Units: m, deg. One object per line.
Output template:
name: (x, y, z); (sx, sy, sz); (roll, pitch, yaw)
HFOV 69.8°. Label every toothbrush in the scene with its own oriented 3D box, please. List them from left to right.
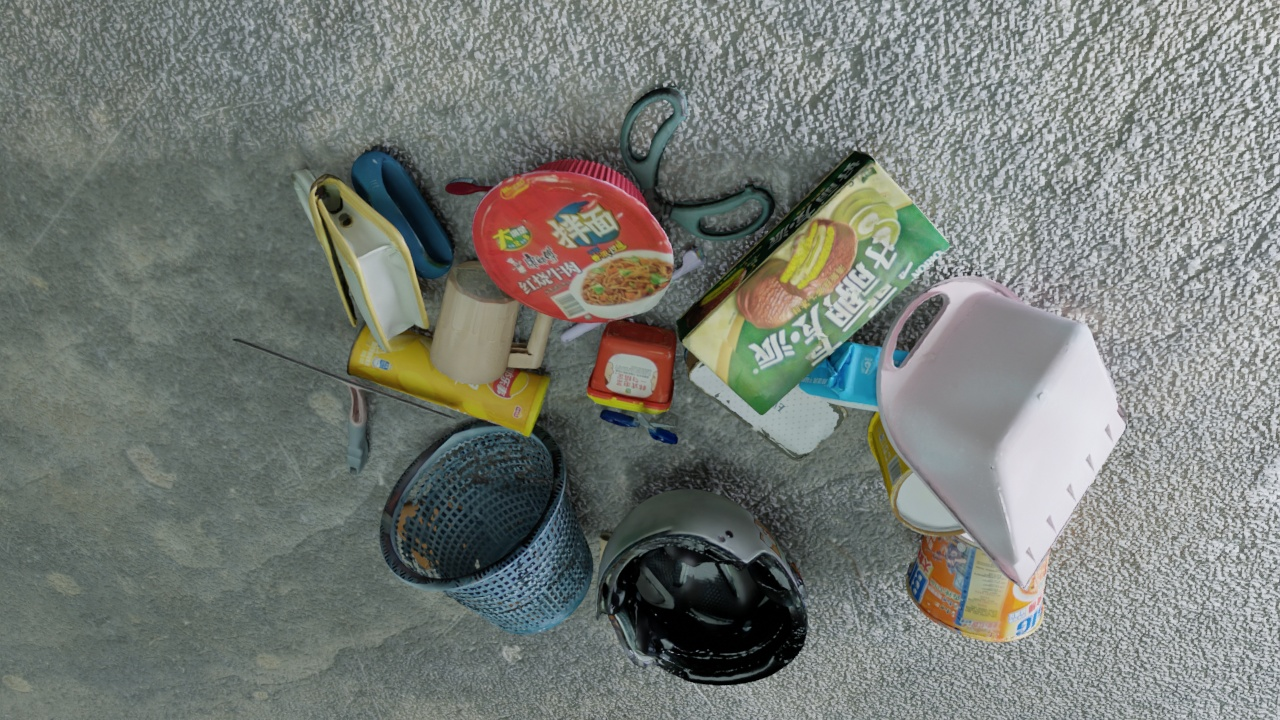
toothbrush: (-0.101, -0.170, 0.895); (0.188, 0.017, 0.016); (2, 129, 11)
toothbrush: (-0.013, -0.064, 0.959); (0.190, 0.021, 0.029); (-29, 148, 28)

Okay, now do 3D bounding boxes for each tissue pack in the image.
tissue pack: (0.227, 0.018, 0.905); (0.140, 0.090, 0.063); (9, 91, -21)

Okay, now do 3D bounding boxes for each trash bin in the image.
trash bin: (-0.158, 0.214, 1.079); (0.227, 0.226, 0.195); (-10, 135, 17)

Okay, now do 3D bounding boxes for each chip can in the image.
chip can: (-0.211, 0.017, 1.020); (0.213, 0.071, 0.072); (20, 126, -3)

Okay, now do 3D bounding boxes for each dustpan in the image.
dustpan: (0.347, 0.051, 0.898); (0.139, 0.222, 0.273); (25, 157, 44)

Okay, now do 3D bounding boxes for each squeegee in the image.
squeegee: (-0.335, 0.070, 1.075); (0.247, 0.040, 0.250); (20, 146, -2)

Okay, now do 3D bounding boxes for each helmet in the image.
helmet: (0.070, 0.251, 1.086); (0.230, 0.156, 0.274); (-29, 126, 21)

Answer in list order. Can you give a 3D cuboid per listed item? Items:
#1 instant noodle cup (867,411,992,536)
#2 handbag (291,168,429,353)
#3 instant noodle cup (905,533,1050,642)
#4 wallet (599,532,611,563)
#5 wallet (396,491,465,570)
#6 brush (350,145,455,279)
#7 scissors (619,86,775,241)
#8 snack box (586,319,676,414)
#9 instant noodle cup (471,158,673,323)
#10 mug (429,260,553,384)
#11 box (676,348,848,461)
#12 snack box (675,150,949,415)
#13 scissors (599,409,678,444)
instant noodle cup: (0.315, 0.110, 0.969); (0.138, 0.109, 0.138); (4, 125, 6)
handbag: (-0.295, -0.108, 0.918); (0.179, 0.063, 0.164); (43, 155, 22)
instant noodle cup: (0.380, 0.218, 1.019); (0.151, 0.151, 0.112); (5, 118, 6)
wallet: (-0.011, 0.274, 1.199); (0.087, 0.024, 0.115); (9, 125, 10)
wallet: (-0.249, 0.227, 1.202); (0.131, 0.035, 0.119); (-15, 115, 19)
brush: (-0.235, -0.140, 0.908); (0.055, 0.073, 0.144); (-24, 121, 9)
scissors: (0.050, -0.167, 0.871); (0.180, 0.019, 0.171); (16, 126, 2)
snack box: (-0.006, 0.006, 0.972); (0.091, 0.081, 0.080); (11, 116, 2)
instant noodle cup: (-0.059, -0.121, 0.876); (0.194, 0.065, 0.194); (8, 140, 6)
mug: (-0.153, -0.039, 0.971); (0.124, 0.084, 0.104); (3, 128, -23)
box: (0.127, 0.022, 0.965); (0.184, 0.059, 0.090); (39, 111, -15)
snack box: (0.156, -0.071, 0.859); (0.240, 0.063, 0.114); (-43, 109, 13)
scissors: (0.010, 0.072, 0.996); (0.157, 0.012, 0.166); (28, 168, -41)
